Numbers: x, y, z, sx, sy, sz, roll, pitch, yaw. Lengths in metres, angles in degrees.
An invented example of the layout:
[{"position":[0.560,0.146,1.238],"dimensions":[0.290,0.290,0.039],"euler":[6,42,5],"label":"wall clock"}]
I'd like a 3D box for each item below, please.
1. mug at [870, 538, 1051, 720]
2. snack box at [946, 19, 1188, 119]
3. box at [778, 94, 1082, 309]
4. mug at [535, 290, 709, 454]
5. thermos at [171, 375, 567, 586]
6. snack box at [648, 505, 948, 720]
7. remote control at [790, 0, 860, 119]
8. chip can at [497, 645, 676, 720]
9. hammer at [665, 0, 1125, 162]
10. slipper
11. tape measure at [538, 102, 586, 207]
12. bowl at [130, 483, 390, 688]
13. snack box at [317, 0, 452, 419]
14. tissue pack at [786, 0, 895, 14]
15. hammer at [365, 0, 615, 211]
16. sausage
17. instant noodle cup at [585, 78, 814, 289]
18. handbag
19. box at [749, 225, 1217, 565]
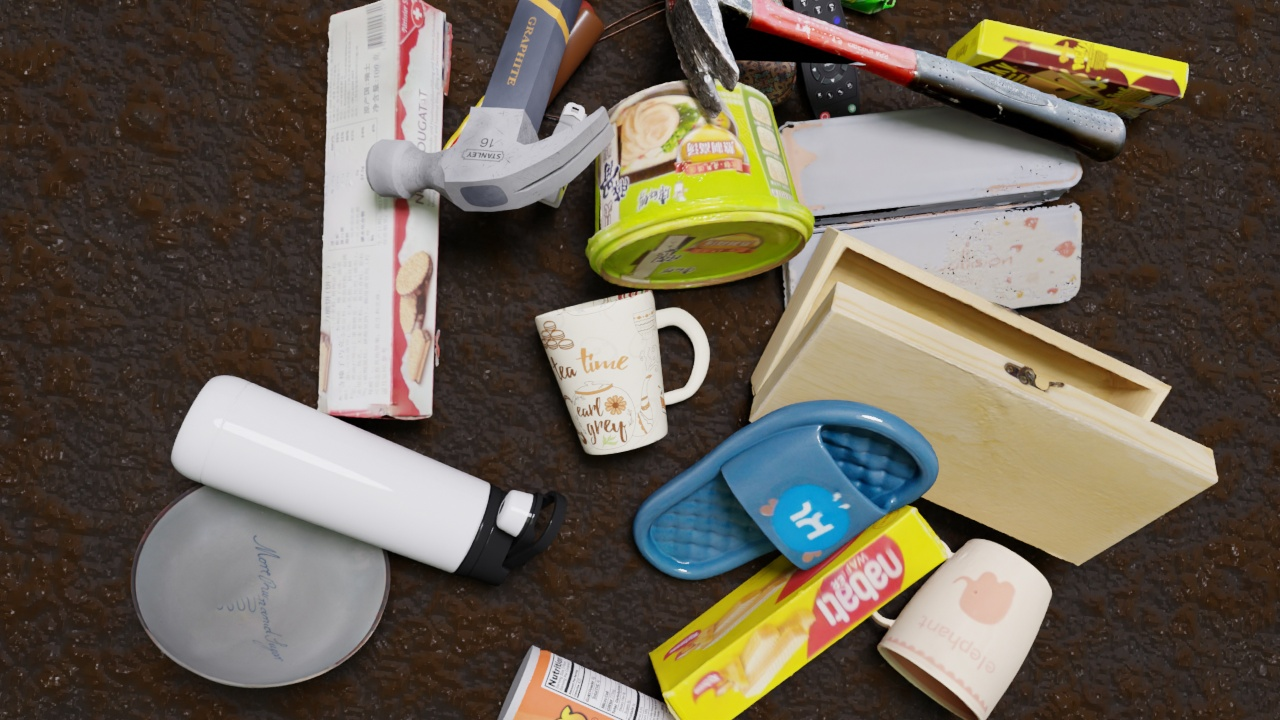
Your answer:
[{"position":[0.215,0.173,0.635],"dimensions":[0.111,0.085,0.104],"euler":[35,76,26],"label":"mug"},{"position":[0.298,-0.204,0.650],"dimensions":[0.149,0.061,0.025],"euler":[11,89,-3],"label":"snack box"},{"position":[0.204,-0.104,0.655],"dimensions":[0.216,0.063,0.157],"euler":[-7,100,-4],"label":"box"},{"position":[-0.004,0.004,0.630],"dimensions":[0.121,0.081,0.097],"euler":[-17,98,-31],"label":"mug"},{"position":[-0.170,0.075,0.584],"dimensions":[0.230,0.102,0.068],"euler":[24,52,-13],"label":"thermos"},{"position":[0.100,0.166,0.614],"dimensions":[0.200,0.092,0.042],"euler":[-35,91,-4],"label":"snack box"},{"position":[0.126,-0.229,0.644],"dimensions":[0.039,0.010,0.125],"euler":[-19,111,-3],"label":"remote control"},{"position":[0.010,0.265,0.621],"dimensions":[0.210,0.062,0.062],"euler":[25,87,-3],"label":"chip can"},{"position":[0.171,-0.179,0.584],"dimensions":[0.326,0.036,0.140],"euler":[13,58,-15],"label":"hammer"},{"position":[0.082,0.091,0.587],"dimensions":[0.214,0.059,0.104],"euler":[-28,114,28],"label":"slipper"},{"position":[-0.054,-0.137,0.624],"dimensions":[0.017,0.064,0.065],"euler":[21,92,-3],"label":"tape measure"},{"position":[-0.244,0.147,0.595],"dimensions":[0.150,0.057,0.150],"euler":[16,49,-19],"label":"bowl"},{"position":[-0.171,-0.098,0.613],"dimensions":[0.077,0.044,0.273],"euler":[0,88,33],"label":"snack box"},{"position":[0.134,-0.306,0.656],"dimensions":[0.114,0.034,0.099],"euler":[14,86,-5],"label":"tissue pack"},{"position":[-0.063,-0.234,0.591],"dimensions":[0.139,0.035,0.311],"euler":[7,67,17],"label":"hammer"},{"position":[-0.083,-0.180,0.626],"dimensions":[0.040,0.040,0.155],"euler":[38,95,-2],"label":"sausage"},{"position":[0.033,-0.111,0.595],"dimensions":[0.146,0.146,0.097],"euler":[-6,79,-4],"label":"instant noodle cup"},{"position":[0.011,-0.205,0.652],"dimensions":[0.196,0.043,0.093],"euler":[-15,93,5],"label":"handbag"},{"position":[0.209,0.030,0.601],"dimensions":[0.248,0.148,0.141],"euler":[24,116,-3],"label":"box"}]
